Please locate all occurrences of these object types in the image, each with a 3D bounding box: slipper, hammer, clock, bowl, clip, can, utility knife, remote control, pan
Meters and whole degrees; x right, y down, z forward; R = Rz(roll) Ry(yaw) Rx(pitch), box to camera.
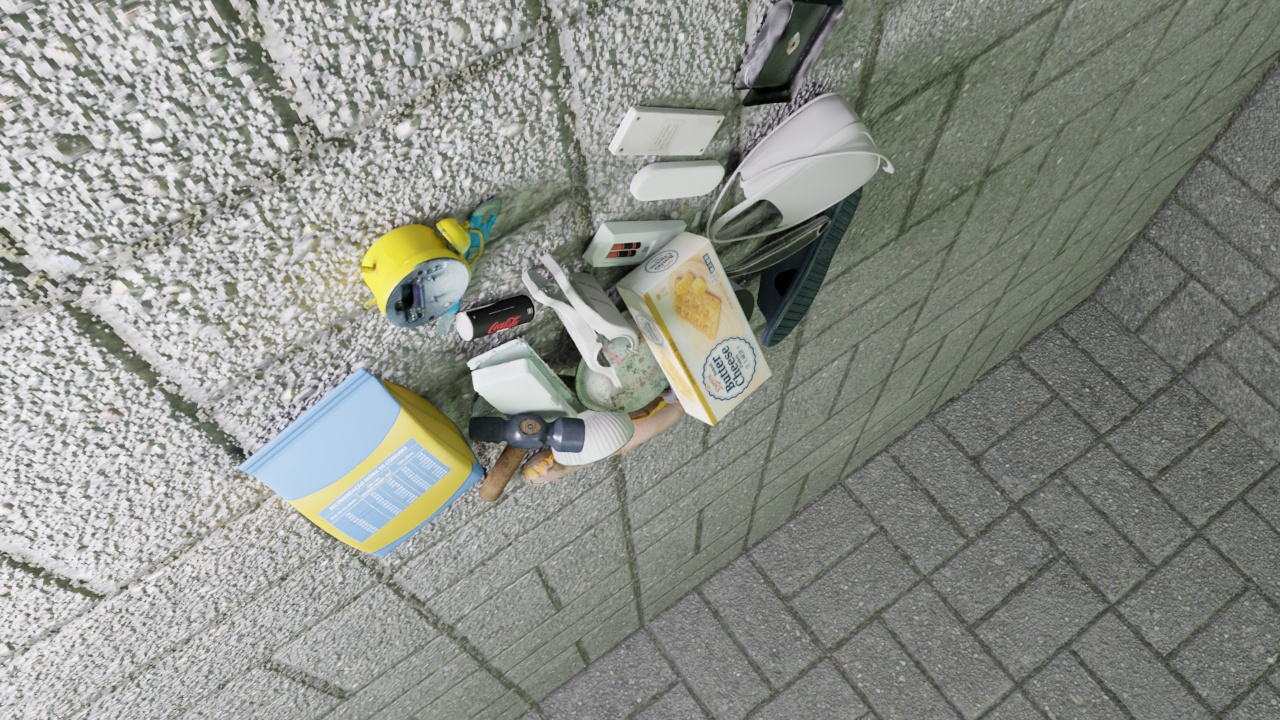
[{"bbox_3d":[0.217,-0.146,1.276,0.101,0.082,0.264,9,109,-64],"label":"slipper"},{"bbox_3d":[-0.170,0.132,1.163,0.129,0.040,0.323,5,157,-16],"label":"hammer"},{"bbox_3d":[-0.186,-0.079,0.804,0.118,0.057,0.083,-28,154,-25],"label":"clock"},{"bbox_3d":[-0.061,0.036,1.170,0.316,0.028,0.147,7,140,-44],"label":"hammer"},{"bbox_3d":[-0.007,0.007,1.115,0.157,0.038,0.158,-29,140,-27],"label":"bowl"},{"bbox_3d":[-0.055,-0.059,0.977,0.096,0.126,0.152,-31,132,-6],"label":"clip"},{"bbox_3d":[-0.150,-0.045,0.955,0.080,0.031,0.032,-20,151,-37],"label":"can"},{"bbox_3d":[-0.073,0.086,1.249,0.118,0.118,0.062,-30,114,-21],"label":"bowl"},{"bbox_3d":[-0.169,-0.085,0.878,0.031,0.015,0.179,-13,147,-39],"label":"utility knife"},{"bbox_3d":[0.093,-0.047,1.163,0.094,0.035,0.123,4,122,-53],"label":"clock"},{"bbox_3d":[0.028,-0.227,0.910,0.135,0.011,0.050,-13,147,-46],"label":"remote control"},{"bbox_3d":[0.041,-0.195,0.989,0.136,0.013,0.043,-15,148,-44],"label":"remote control"},{"bbox_3d":[-0.002,-0.130,1.028,0.143,0.024,0.050,-12,145,-48],"label":"remote control"},{"bbox_3d":[0.092,-0.101,1.185,0.356,0.055,0.187,-35,157,-9],"label":"pan"}]

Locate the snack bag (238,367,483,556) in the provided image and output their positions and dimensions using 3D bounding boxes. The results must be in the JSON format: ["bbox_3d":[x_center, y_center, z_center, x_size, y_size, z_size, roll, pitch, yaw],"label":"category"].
[{"bbox_3d":[-0.285,0.100,0.953,0.159,0.102,0.205,-39,145,0],"label":"snack bag"}]

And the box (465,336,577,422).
[{"bbox_3d":[-0.130,0.039,1.041,0.083,0.066,0.199,-38,156,-1],"label":"box"}]

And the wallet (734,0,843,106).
[{"bbox_3d":[0.146,-0.310,0.914,0.089,0.026,0.115,-18,150,-41],"label":"wallet"}]

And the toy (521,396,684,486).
[{"bbox_3d":[-0.050,0.107,1.343,0.263,0.065,0.197,-18,159,-38],"label":"toy"}]

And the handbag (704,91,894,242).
[{"bbox_3d":[0.179,-0.202,1.097,0.223,0.095,0.215,-35,160,16],"label":"handbag"}]

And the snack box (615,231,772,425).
[{"bbox_3d":[0.066,-0.034,1.067,0.104,0.057,0.208,-40,123,-16],"label":"snack box"}]
